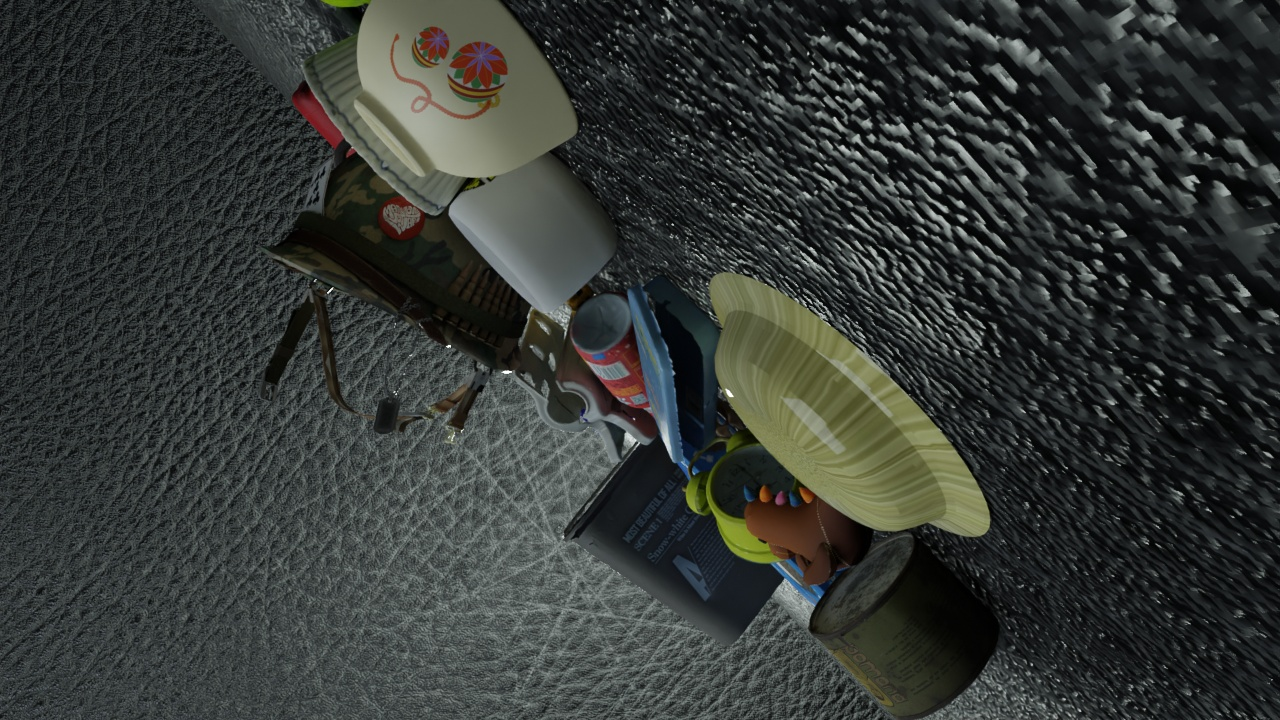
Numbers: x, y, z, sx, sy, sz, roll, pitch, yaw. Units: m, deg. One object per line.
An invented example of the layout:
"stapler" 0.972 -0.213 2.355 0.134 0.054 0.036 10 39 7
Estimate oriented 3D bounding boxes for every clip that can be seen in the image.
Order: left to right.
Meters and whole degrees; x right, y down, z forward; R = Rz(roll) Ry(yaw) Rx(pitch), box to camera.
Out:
"clip" -0.040 0.019 0.808 0.150 0.089 0.125 39 -153 -17
"clip" 0.065 0.051 0.747 0.026 0.049 0.061 41 145 29

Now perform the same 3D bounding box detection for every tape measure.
"tape measure" -0.077 -0.081 0.818 0.068 0.030 0.059 40 172 23

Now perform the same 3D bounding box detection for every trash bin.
"trash bin" 0.053 0.203 1.091 0.220 0.197 0.197 39 172 1

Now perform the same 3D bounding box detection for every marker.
"marker" -0.170 -0.210 0.674 0.146 0.017 0.017 45 173 6

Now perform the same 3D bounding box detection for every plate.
"plate" 0.089 0.036 0.470 0.184 0.036 0.184 45 172 8

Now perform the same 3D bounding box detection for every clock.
"clock" 0.084 0.100 0.699 0.119 0.083 0.057 34 163 45

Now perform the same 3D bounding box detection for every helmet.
"helmet" -0.180 -0.051 0.691 0.193 0.236 0.223 24 -165 26

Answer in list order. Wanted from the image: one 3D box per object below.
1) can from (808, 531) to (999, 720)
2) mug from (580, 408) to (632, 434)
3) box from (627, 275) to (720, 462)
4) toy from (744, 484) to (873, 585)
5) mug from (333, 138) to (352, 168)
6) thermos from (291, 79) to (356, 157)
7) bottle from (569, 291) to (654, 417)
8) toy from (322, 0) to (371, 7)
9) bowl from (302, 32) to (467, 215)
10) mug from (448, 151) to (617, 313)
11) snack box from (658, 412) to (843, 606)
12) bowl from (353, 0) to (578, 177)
"can" 0.164 0.165 0.572 0.074 0.090 0.090 45 173 1
"mug" -0.030 0.036 0.995 0.079 0.083 0.111 41 172 34
"box" 0.015 0.016 0.644 0.067 0.052 0.210 45 165 20
"toy" 0.105 0.092 0.601 0.090 0.070 0.103 4 122 40
"mug" -0.214 -0.169 0.812 0.123 0.110 0.096 44 168 14
"thermos" -0.259 -0.208 0.978 0.240 0.073 0.073 49 172 -32
"bottle" -0.004 0.004 0.757 0.062 0.062 0.137 41 171 37
"toy" -0.186 -0.237 0.540 0.094 0.036 0.094 41 170 -19
"bowl" -0.137 -0.152 0.550 0.115 0.062 0.115 51 -172 -11
"mug" -0.069 -0.085 0.586 0.094 0.068 0.116 48 173 -19
"snack box" 0.130 0.154 0.859 0.239 0.056 0.195 44 173 24
"bowl" -0.098 -0.133 0.455 0.118 0.074 0.118 45 173 6
